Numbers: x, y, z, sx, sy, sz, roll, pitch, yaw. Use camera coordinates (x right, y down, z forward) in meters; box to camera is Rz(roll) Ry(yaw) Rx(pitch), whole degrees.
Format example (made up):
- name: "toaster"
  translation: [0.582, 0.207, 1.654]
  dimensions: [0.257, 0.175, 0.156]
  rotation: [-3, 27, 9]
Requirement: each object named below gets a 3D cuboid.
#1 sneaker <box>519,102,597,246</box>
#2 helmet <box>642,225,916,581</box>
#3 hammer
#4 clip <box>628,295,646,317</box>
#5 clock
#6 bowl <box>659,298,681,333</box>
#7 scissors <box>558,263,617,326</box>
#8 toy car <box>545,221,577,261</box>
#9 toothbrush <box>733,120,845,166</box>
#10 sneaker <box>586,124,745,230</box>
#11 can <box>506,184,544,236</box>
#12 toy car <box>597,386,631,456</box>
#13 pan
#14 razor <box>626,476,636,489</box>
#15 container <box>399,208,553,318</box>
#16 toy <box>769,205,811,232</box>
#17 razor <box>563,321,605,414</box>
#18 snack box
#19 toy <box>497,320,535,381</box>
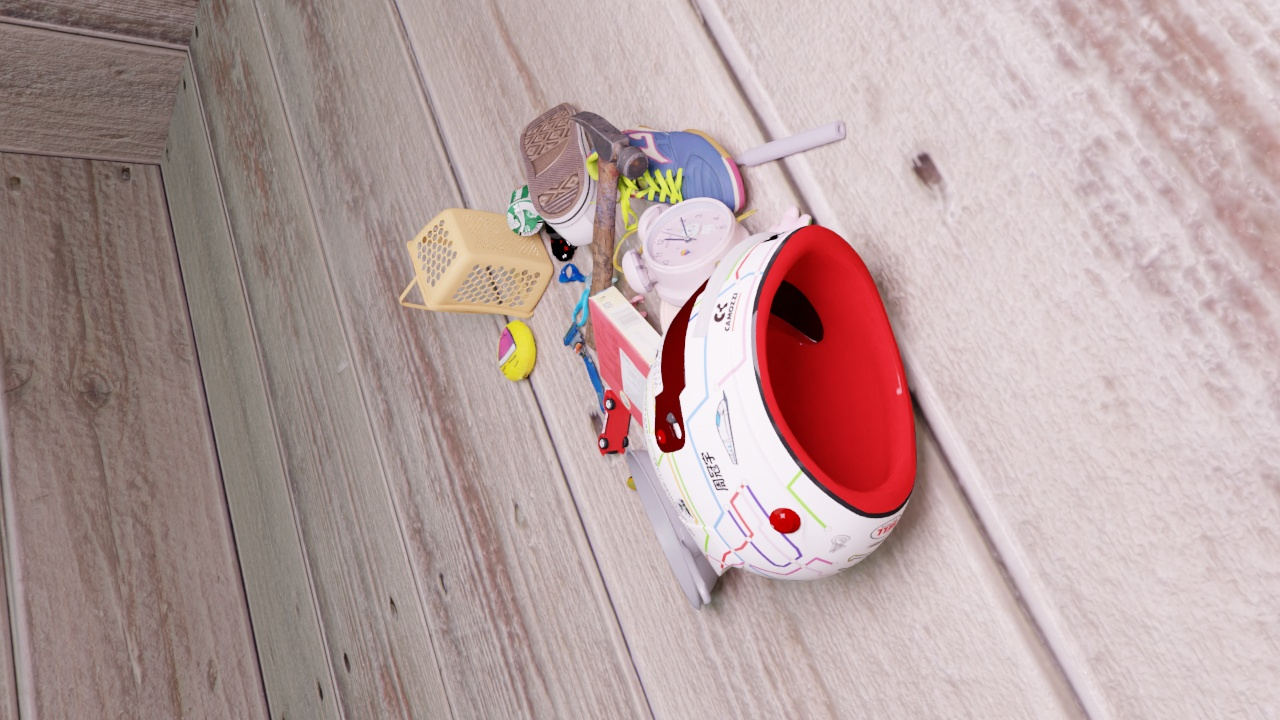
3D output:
- name: "sneaker"
  translation: [-0.093, -0.246, 1.233]
  dimensions: [0.091, 0.097, 0.245]
  rotation: [-29, 48, 12]
- name: "helmet"
  translation: [0.115, 0.049, 0.860]
  dimensions: [0.237, 0.230, 0.314]
  rotation: [-16, 90, 52]
- name: "hammer"
  translation: [-0.050, -0.141, 1.124]
  dimensions: [0.120, 0.033, 0.331]
  rotation: [47, 148, 32]
- name: "clip"
  translation: [-0.011, -0.060, 1.186]
  dimensions: [0.060, 0.023, 0.045]
  rotation: [-45, 59, 39]
- name: "clock"
  translation: [0.043, -0.119, 0.988]
  dimensions: [0.158, 0.059, 0.116]
  rotation: [4, 56, 31]
- name: "bowl"
  translation: [0.073, -0.054, 1.035]
  dimensions: [0.153, 0.076, 0.153]
  rotation: [4, 95, 51]
- name: "scissors"
  translation: [-0.078, -0.113, 1.268]
  dimensions: [0.118, 0.014, 0.130]
  rotation: [57, 131, 33]
- name: "toy car"
  translation: [-0.113, -0.185, 1.289]
  dimensions: [0.042, 0.036, 0.092]
  rotation: [11, 101, 51]
- name: "toothbrush"
  translation: [0.140, -0.225, 0.984]
  dimensions: [0.188, 0.018, 0.019]
  rotation: [-5, 83, 51]
- name: "sneaker"
  translation: [0.022, -0.208, 1.067]
  dimensions: [0.242, 0.091, 0.116]
  rotation: [31, 140, 48]
- name: "can"
  translation: [-0.162, -0.215, 1.306]
  dimensions: [0.101, 0.053, 0.053]
  rotation: [-97, 24, -63]
- name: "toy car"
  translation: [-0.033, 0.080, 1.206]
  dimensions: [0.025, 0.038, 0.089]
  rotation: [29, 114, 50]
- name: "pan"
  translation: [0.046, 0.192, 0.980]
  dimensions: [0.357, 0.050, 0.201]
  rotation: [-169, 56, -80]
- name: "razor"
  translation: [0.029, 0.144, 1.146]
  dimensions: [0.144, 0.021, 0.044]
  rotation: [-22, 94, 49]
- name: "container"
  translation: [-0.244, -0.127, 1.341]
  dimensions: [0.167, 0.183, 0.129]
  rotation: [-45, 58, 35]
- name: "toy"
  translation: [0.157, -0.106, 0.958]
  dimensions: [0.096, 0.041, 0.108]
  rotation: [-36, 59, 48]
- name: "razor"
  translation: [-0.069, 0.015, 1.263]
  dimensions: [0.044, 0.018, 0.141]
  rotation: [-52, 57, 48]
- name: "snack box"
  translation: [-0.007, 0.007, 1.118]
  dimensions: [0.142, 0.040, 0.145]
  rotation: [49, 157, 37]
- name: "toy"
  translation: [-0.189, -0.015, 1.392]
  dimensions: [0.096, 0.041, 0.094]
  rotation: [-40, 58, 48]
